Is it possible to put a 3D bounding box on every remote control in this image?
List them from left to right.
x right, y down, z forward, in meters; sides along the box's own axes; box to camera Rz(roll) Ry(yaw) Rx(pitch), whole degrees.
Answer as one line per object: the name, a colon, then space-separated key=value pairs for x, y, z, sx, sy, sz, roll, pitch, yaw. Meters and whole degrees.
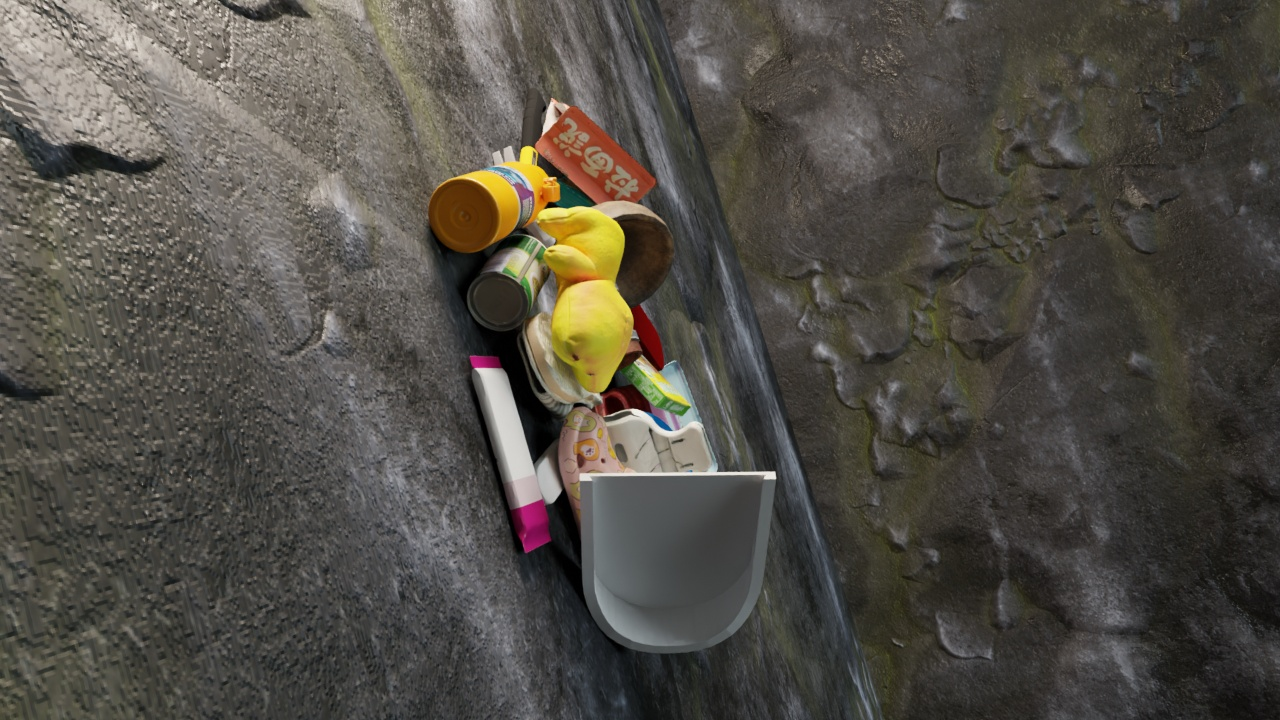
remote control: x=-0.095 y=0.120 z=1.008 sx=0.136 sy=0.013 sz=0.043 roll=-52 pitch=123 yaw=-72

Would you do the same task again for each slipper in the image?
slipper: x=-0.094 y=0.012 z=1.065 sx=0.272 sy=0.054 sz=0.114 roll=35 pitch=37 yaw=-79
slipper: x=-0.034 y=0.143 z=1.026 sx=0.093 sy=0.082 sz=0.197 roll=-59 pitch=140 yaw=-70
slipper: x=-0.009 y=0.085 z=1.273 sx=0.248 sy=0.059 sz=0.103 roll=0 pitch=73 yaw=-76

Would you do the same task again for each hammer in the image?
hammer: x=-0.152 y=-0.290 z=1.262 sx=0.322 sy=0.029 sz=0.127 roll=-93 pitch=159 yaw=-47

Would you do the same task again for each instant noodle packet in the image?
instant noodle packet: x=-0.069 y=-0.315 z=1.347 sx=0.164 sy=0.084 sz=0.220 roll=38 pitch=18 yaw=-22

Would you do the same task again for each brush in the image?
brush: x=-0.015 y=-0.048 z=1.438 sx=0.173 sy=0.042 sz=0.082 roll=56 pitch=22 yaw=-47

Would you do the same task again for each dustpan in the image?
dustpan: x=0.034 y=0.221 z=0.969 sx=0.053 sy=0.191 sz=0.258 roll=-92 pitch=-177 yaw=-46

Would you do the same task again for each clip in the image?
clip: x=0.010 y=0.116 z=1.105 sx=0.105 sy=0.151 sz=0.126 roll=-154 pitch=-135 yaw=-76

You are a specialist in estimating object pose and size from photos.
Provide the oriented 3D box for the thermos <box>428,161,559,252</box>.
thermos: x=-0.149 y=-0.173 z=1.014 sx=0.091 sy=0.076 sz=0.232 roll=26 pitch=19 yaw=1

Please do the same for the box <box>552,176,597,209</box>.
box: x=-0.062 y=-0.216 z=1.402 sx=0.226 sy=0.087 sz=0.168 roll=-58 pitch=128 yaw=-71

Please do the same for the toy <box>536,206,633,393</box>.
toy: x=-0.053 y=-0.070 z=0.995 sx=0.134 sy=0.087 sz=0.193 roll=67 pitch=15 yaw=-65

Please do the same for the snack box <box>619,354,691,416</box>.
snack box: x=-0.008 y=0.008 z=1.285 sx=0.168 sy=0.027 sz=0.132 roll=46 pitch=6 yaw=19

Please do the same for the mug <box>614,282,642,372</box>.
mug: x=-0.051 y=-0.049 z=1.178 sx=0.117 sy=0.081 sz=0.111 roll=79 pitch=-14 yaw=-75

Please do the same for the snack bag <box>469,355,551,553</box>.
snack bag: x=-0.130 y=0.090 z=0.911 sx=0.070 sy=0.016 sz=0.196 roll=1 pitch=71 yaw=-76

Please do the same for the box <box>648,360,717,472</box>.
box: x=0.066 y=0.117 z=1.539 sx=0.151 sy=0.041 sz=0.214 roll=-35 pitch=106 yaw=-61

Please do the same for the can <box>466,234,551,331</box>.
can: x=-0.139 y=-0.085 z=0.985 sx=0.120 sy=0.067 sz=0.067 roll=-77 pitch=146 yaw=-62

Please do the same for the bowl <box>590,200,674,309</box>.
bowl: x=-0.039 y=-0.149 z=1.269 sx=0.070 sy=0.162 sz=0.162 roll=54 pitch=-1 yaw=43

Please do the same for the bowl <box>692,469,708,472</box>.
bowl: x=0.063 y=0.157 z=1.410 sx=0.117 sy=0.074 sz=0.118 roll=-18 pitch=90 yaw=-75

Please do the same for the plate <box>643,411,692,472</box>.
plate: x=0.001 y=0.178 z=1.175 sx=0.224 sy=0.024 sz=0.224 roll=20 pitch=65 yaw=-50
